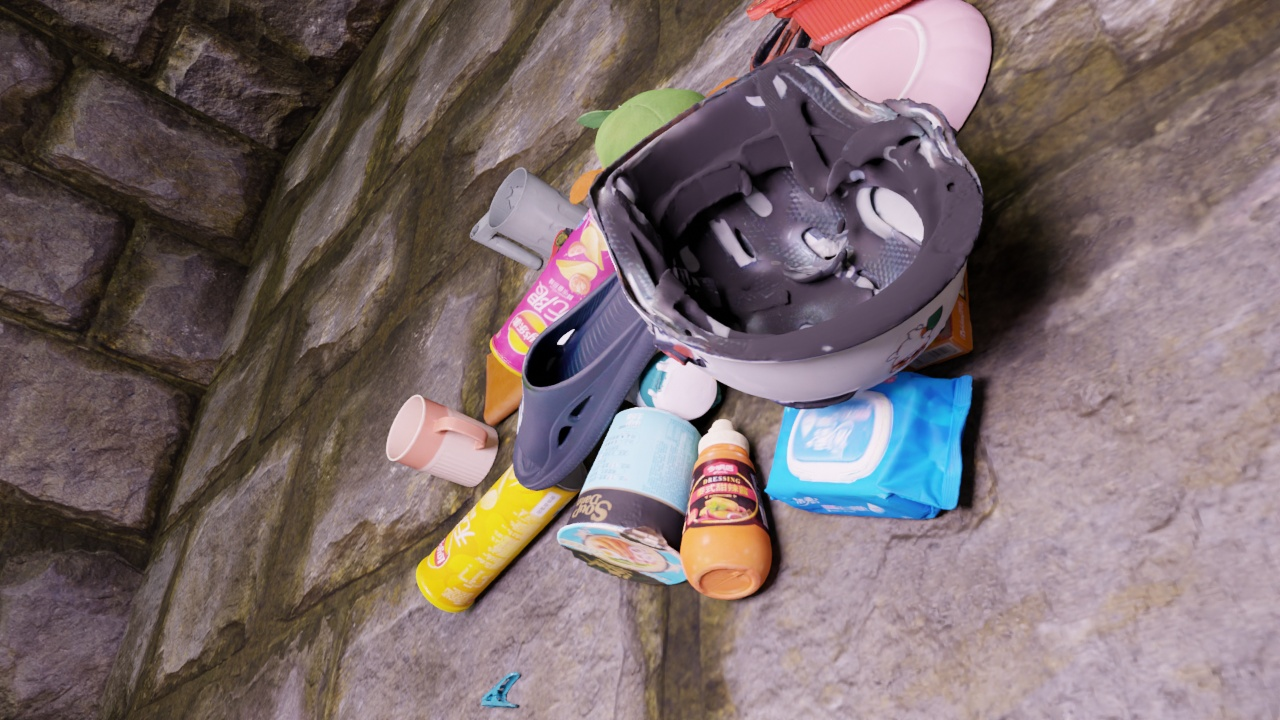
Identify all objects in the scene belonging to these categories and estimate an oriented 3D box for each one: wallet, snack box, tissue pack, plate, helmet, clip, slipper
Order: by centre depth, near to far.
[{"bbox_3d":[0.150,0.056,0.621,0.157,0.052,0.094,-7,61,53],"label":"tissue pack"},{"bbox_3d":[0.102,-0.068,0.625,0.230,0.157,0.274,-37,50,-5],"label":"helmet"},{"bbox_3d":[0.197,-0.064,0.666,0.075,0.026,0.153,-26,47,45],"label":"snack box"},{"bbox_3d":[0.198,-0.227,0.772,0.193,0.039,0.192,-35,41,37],"label":"plate"},{"bbox_3d":[-0.059,-0.002,0.804,0.269,0.083,0.110,-52,33,26],"label":"slipper"},{"bbox_3d":[-0.134,0.319,0.873,0.054,0.013,0.032,-33,42,36],"label":"clip"},{"bbox_3d":[-0.142,0.001,1.105,0.131,0.035,0.119,-38,45,33],"label":"wallet"}]

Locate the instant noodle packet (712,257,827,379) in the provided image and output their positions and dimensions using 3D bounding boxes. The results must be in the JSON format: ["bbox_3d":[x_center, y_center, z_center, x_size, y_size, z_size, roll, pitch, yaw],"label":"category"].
[{"bbox_3d":[0.105,-0.048,0.771,0.129,0.044,0.110,-42,31,24],"label":"instant noodle packet"}]

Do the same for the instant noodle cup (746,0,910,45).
[{"bbox_3d":[0.196,-0.345,0.789,0.189,0.079,0.164,-11,32,51],"label":"instant noodle cup"}]

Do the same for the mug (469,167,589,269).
[{"bbox_3d":[-0.137,-0.169,1.150,0.124,0.103,0.083,-36,41,38],"label":"mug"}]

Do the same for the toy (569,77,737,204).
[{"bbox_3d":[0.016,-0.240,0.988,0.227,0.090,0.246,-33,23,-5],"label":"toy"}]

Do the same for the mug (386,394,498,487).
[{"bbox_3d":[-0.224,0.093,1.080,0.115,0.106,0.081,-23,50,46],"label":"mug"}]

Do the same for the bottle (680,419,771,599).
[{"bbox_3d":[0.065,0.106,0.705,0.067,0.066,0.149,-38,33,35],"label":"bottle"}]

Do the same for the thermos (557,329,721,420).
[{"bbox_3d":[-0.005,0.005,0.866,0.224,0.073,0.073,23,87,60],"label":"thermos"}]

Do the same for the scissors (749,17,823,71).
[{"bbox_3d":[0.167,-0.366,0.941,0.207,0.015,0.201,-41,38,32],"label":"scissors"}]

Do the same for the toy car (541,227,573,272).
[{"bbox_3d":[-0.092,-0.104,1.088,0.031,0.049,0.106,-7,62,54],"label":"toy car"}]

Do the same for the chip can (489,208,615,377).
[{"bbox_3d":[-0.074,-0.076,0.973,0.211,0.071,0.071,-50,34,22],"label":"chip can"}]

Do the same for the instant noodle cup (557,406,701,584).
[{"bbox_3d":[0.002,0.107,0.757,0.111,0.111,0.120,-21,42,47],"label":"instant noodle cup"}]

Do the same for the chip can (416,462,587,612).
[{"bbox_3d":[-0.145,0.171,0.942,0.214,0.072,0.072,-47,35,24],"label":"chip can"}]
